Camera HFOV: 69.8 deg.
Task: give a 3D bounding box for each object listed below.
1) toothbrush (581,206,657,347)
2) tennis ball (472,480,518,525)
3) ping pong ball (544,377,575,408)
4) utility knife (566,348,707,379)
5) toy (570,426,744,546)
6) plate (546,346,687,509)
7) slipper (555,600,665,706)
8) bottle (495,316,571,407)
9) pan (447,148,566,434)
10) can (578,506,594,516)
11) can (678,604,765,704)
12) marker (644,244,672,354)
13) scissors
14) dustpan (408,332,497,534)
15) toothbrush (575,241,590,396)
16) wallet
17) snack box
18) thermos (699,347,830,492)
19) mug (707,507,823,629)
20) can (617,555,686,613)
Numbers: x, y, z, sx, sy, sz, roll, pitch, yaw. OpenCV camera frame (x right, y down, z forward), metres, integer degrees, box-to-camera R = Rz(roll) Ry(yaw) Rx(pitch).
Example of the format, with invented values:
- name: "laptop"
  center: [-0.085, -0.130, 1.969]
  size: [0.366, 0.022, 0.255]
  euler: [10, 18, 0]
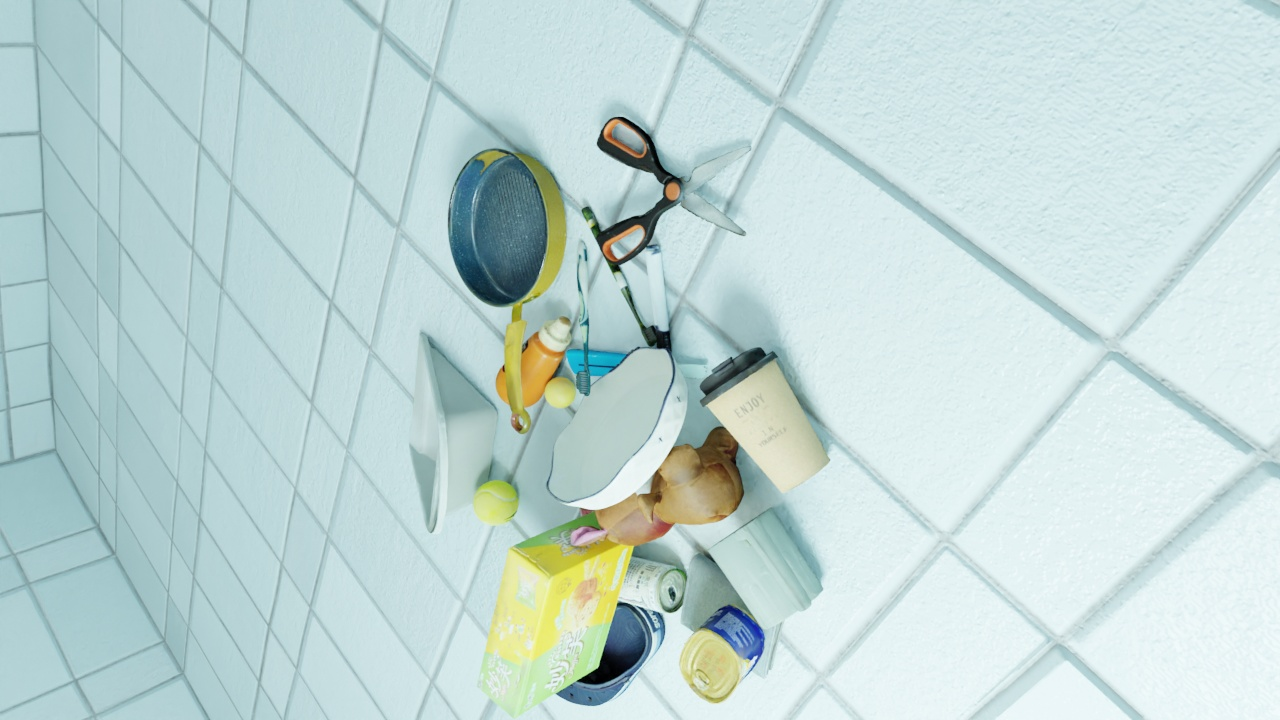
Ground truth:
- name: "toothbrush"
  center: [-0.024, -0.101, 1.078]
  size: [0.017, 0.012, 0.185]
  euler: [-32, 81, 39]
- name: "tennis ball"
  center: [-0.209, 0.206, 1.325]
  size: [0.065, 0.065, 0.065]
  euler: [17, 115, 40]
- name: "ping pong ball"
  center: [-0.104, 0.041, 1.184]
  size: [0.040, 0.040, 0.040]
  euler: [17, 115, 40]
- name: "utility knife"
  center: [-0.006, 0.006, 1.095]
  size: [0.224, 0.018, 0.034]
  euler: [3, 108, 42]
- name: "toy"
  center: [0.016, 0.146, 1.031]
  size: [0.200, 0.139, 0.130]
  euler: [-37, 75, 38]
- name: "plate"
  center: [-0.022, 0.077, 1.010]
  size: [0.045, 0.204, 0.205]
  euler: [39, 141, -22]
- name: "slipper"
  center: [-0.058, 0.403, 1.230]
  size: [0.254, 0.095, 0.105]
  euler: [-48, 67, 39]
- name: "bottle"
  center: [-0.132, -0.002, 1.186]
  size: [0.066, 0.066, 0.150]
  euler: [52, 126, 18]
- name: "pan"
  center: [-0.164, -0.088, 1.145]
  size: [0.198, 0.078, 0.357]
  euler: [-18, 85, 44]
- name: "can"
  center: [-0.052, 0.170, 1.166]
  size: [0.058, 0.057, 0.147]
  euler: [0, 104, 44]
- name: "can"
  center: [0.091, 0.331, 1.031]
  size: [0.074, 0.049, 0.148]
  euler: [40, 144, 21]
- name: "marker"
  center: [0.021, -0.066, 1.040]
  size: [0.018, 0.022, 0.131]
  euler: [-3, 104, 18]
- name: "scissors"
  center: [0.023, -0.181, 0.993]
  size: [0.221, 0.021, 0.233]
  euler: [55, 127, 20]
- name: "dustpan"
  center: [-0.313, 0.122, 1.347]
  size: [0.258, 0.142, 0.223]
  euler: [32, 124, 31]
- name: "toothbrush"
  center: [-0.070, -0.052, 1.093]
  size: [0.016, 0.018, 0.191]
  euler: [-19, 69, 51]
- name: "wallet"
  center: [0.103, 0.302, 1.076]
  size: [0.130, 0.036, 0.107]
  euler: [27, 121, 36]
- name: "snack box"
  center: [-0.099, 0.300, 1.097]
  size: [0.070, 0.157, 0.210]
  euler: [28, 115, 31]
- name: "thermos"
  center: [0.128, 0.059, 0.936]
  size: [0.093, 0.092, 0.143]
  euler: [-39, 83, 44]
- name: "mug"
  center: [0.135, 0.218, 0.966]
  size: [0.103, 0.083, 0.124]
  euler: [56, 171, 11]
- name: "can"
  center: [-0.012, 0.278, 1.164]
  size: [0.147, 0.058, 0.058]
  euler: [2, 105, 44]
